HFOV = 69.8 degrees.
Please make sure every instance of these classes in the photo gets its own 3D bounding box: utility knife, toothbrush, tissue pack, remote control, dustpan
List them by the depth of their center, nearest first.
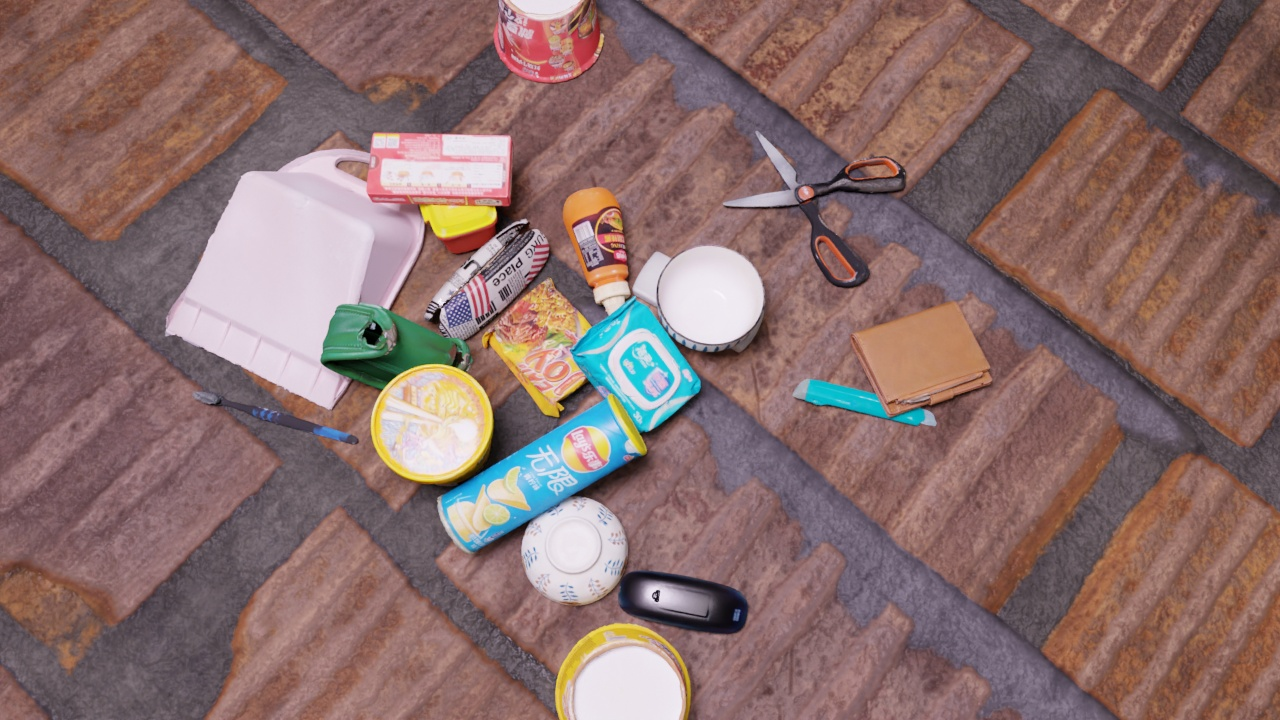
[{"bbox_3d":[0.045,0.251,0.953,0.136,0.024,0.053,10,74,1],"label":"remote control"},{"bbox_3d":[-0.006,0.006,0.987,0.093,0.050,0.133,-43,110,-14],"label":"tissue pack"},{"bbox_3d":[-0.399,0.062,1.001,0.189,0.016,0.014,16,81,2],"label":"toothbrush"},{"bbox_3d":[0.252,0.049,1.028,0.166,0.013,0.029,14,75,-1],"label":"utility knife"},{"bbox_3d":[0.066,-0.067,1.052,0.150,0.021,0.058,30,74,7],"label":"remote control"},{"bbox_3d":[-0.372,-0.109,1.057,0.222,0.138,0.274,28,102,5],"label":"dustpan"}]

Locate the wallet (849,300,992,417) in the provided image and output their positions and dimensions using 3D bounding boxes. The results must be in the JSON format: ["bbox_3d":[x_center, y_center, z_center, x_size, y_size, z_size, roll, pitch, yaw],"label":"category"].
[{"bbox_3d":[0.317,-0.003,1.034,0.131,0.031,0.107,-18,68,-8],"label":"wallet"}]

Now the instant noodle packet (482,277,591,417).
[{"bbox_3d":[-0.100,-0.015,1.020,0.110,0.044,0.128,-41,79,-9],"label":"instant noodle packet"}]

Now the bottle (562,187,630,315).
[{"bbox_3d":[-0.043,-0.119,1.047,0.066,0.067,0.149,-14,81,-6],"label":"bottle"}]

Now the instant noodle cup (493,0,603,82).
[{"bbox_3d":[-0.115,-0.424,1.108,0.138,0.109,0.137,0,73,-1],"label":"instant noodle cup"}]

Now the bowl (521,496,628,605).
[{"bbox_3d":[-0.068,0.193,0.948,0.113,0.062,0.113,1,72,-3],"label":"bowl"}]

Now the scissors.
[{"bbox_3d":[0.217,-0.193,1.095,0.220,0.022,0.233,-25,76,-9],"label":"scissors"}]

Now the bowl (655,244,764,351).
[{"bbox_3d":[0.073,-0.061,1.003,0.116,0.066,0.116,1,73,-2],"label":"bowl"}]

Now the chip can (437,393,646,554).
[{"bbox_3d":[-0.100,0.117,0.938,0.210,0.071,0.071,-31,76,3],"label":"chip can"}]

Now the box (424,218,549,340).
[{"bbox_3d":[-0.164,-0.085,1.028,0.082,0.075,0.163,46,74,0],"label":"box"}]

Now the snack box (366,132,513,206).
[{"bbox_3d":[-0.217,-0.208,0.998,0.153,0.025,0.075,1,74,-1],"label":"snack box"}]

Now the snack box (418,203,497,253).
[{"bbox_3d":[-0.206,-0.173,1.044,0.082,0.080,0.091,-18,75,-8],"label":"snack box"}]

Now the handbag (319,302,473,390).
[{"bbox_3d":[-0.257,-0.010,0.960,0.120,0.131,0.068,0,71,40],"label":"handbag"}]

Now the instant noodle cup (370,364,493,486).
[{"bbox_3d":[-0.207,0.076,0.950,0.118,0.114,0.118,1,73,-2],"label":"instant noodle cup"}]

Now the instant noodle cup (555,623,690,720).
[{"bbox_3d":[-0.014,0.324,0.885,0.138,0.110,0.138,1,74,-3],"label":"instant noodle cup"}]
